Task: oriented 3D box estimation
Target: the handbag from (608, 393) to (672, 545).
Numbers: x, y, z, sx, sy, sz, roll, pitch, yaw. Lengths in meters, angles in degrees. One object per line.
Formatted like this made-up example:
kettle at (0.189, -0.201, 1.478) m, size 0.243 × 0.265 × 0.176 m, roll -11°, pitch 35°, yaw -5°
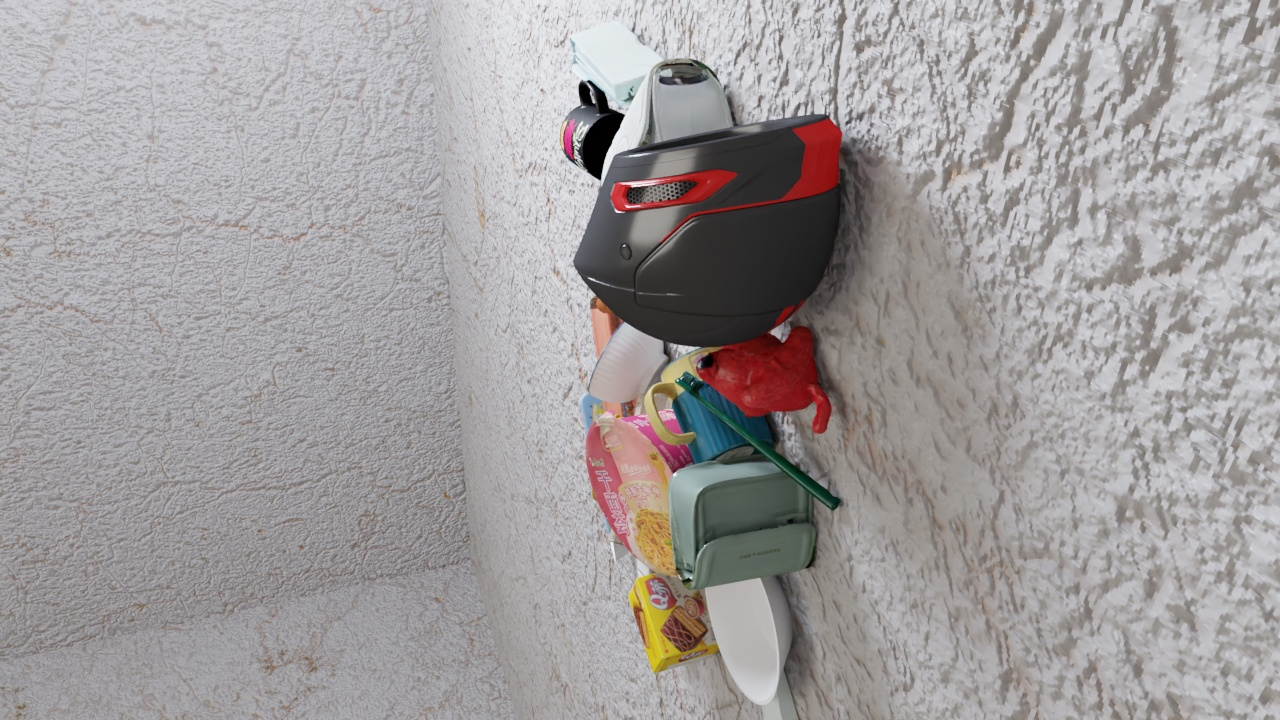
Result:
handbag at (0.011, 0.151, 1.147) m, size 0.198 × 0.062 × 0.175 m, roll 87°, pitch -166°, yaw -75°

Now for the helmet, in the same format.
helmet at (0.053, -0.095, 0.746) m, size 0.265 × 0.163 × 0.170 m, roll 5°, pitch 113°, yaw 45°

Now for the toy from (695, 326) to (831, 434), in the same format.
toy at (0.125, 0.023, 0.798) m, size 0.133 × 0.088 × 0.094 m, roll 34°, pitch 165°, yaw 42°

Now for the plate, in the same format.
plate at (0.117, 0.259, 0.942) m, size 0.174 × 0.036 × 0.174 m, roll 171°, pitch 90°, yaw -72°

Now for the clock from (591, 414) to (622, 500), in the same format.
clock at (-0.024, 0.130, 1.195) m, size 0.152 × 0.052 × 0.113 m, roll 28°, pitch -104°, yaw -80°

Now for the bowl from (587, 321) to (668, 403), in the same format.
bowl at (-0.007, 0.007, 1.122) m, size 0.062 × 0.117 × 0.118 m, roll 31°, pitch 143°, yaw 12°

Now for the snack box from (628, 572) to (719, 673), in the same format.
snack box at (0.042, 0.313, 1.120) m, size 0.061 × 0.083 × 0.105 m, roll 106°, pitch 149°, yaw -54°

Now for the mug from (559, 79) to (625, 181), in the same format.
mug at (-0.049, -0.280, 1.106) m, size 0.098 × 0.081 × 0.118 m, roll -133°, pitch 26°, yaw -60°

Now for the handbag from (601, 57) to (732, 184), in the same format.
handbag at (0.019, -0.197, 0.930) m, size 0.199 × 0.096 × 0.142 m, roll 135°, pitch 125°, yaw -70°

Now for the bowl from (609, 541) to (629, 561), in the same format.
bowl at (-0.028, 0.240, 1.359) m, size 0.110 × 0.040 × 0.110 m, roll 168°, pitch 91°, yaw -84°

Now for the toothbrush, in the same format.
toothbrush at (0.102, 0.068, 0.817) m, size 0.190 × 0.017 × 0.016 m, roll 39°, pitch -179°, yaw 27°

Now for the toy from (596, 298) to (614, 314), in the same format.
toy at (-0.040, -0.111, 1.206) m, size 0.127 × 0.065 × 0.095 m, roll -124°, pitch 36°, yaw -63°

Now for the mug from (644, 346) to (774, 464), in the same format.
mug at (0.061, 0.051, 0.890) m, size 0.083 × 0.113 × 0.107 m, roll -54°, pitch 49°, yaw 53°

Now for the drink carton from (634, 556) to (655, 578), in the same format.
drink carton at (0.026, 0.278, 1.210) m, size 0.076 × 0.048 × 0.125 m, roll -151°, pitch 54°, yaw -68°

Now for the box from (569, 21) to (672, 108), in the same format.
box at (-0.026, -0.330, 1.025) m, size 0.199 × 0.083 × 0.066 m, roll -122°, pitch 38°, yaw -51°

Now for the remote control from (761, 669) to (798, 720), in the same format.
remote control at (0.147, 0.390, 0.933) m, size 0.050 × 0.024 × 0.143 m, roll 121°, pitch 137°, yaw -63°

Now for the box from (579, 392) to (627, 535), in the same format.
box at (-0.035, 0.147, 1.306) m, size 0.074 × 0.077 × 0.209 m, roll 125°, pitch 134°, yaw -72°

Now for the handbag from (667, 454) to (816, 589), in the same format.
handbag at (0.094, 0.147, 0.829) m, size 0.067 × 0.121 × 0.106 m, roll -162°, pitch 67°, yaw -68°

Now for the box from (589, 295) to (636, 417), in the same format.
box at (-0.025, -0.004, 1.271) m, size 0.058 × 0.062 × 0.188 m, roll -11°, pitch 86°, yaw 47°

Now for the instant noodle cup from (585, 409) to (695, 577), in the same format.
instant noodle cup at (0.024, 0.128, 0.969) m, size 0.179 × 0.077 × 0.179 m, roll 34°, pitch 137°, yaw 39°
